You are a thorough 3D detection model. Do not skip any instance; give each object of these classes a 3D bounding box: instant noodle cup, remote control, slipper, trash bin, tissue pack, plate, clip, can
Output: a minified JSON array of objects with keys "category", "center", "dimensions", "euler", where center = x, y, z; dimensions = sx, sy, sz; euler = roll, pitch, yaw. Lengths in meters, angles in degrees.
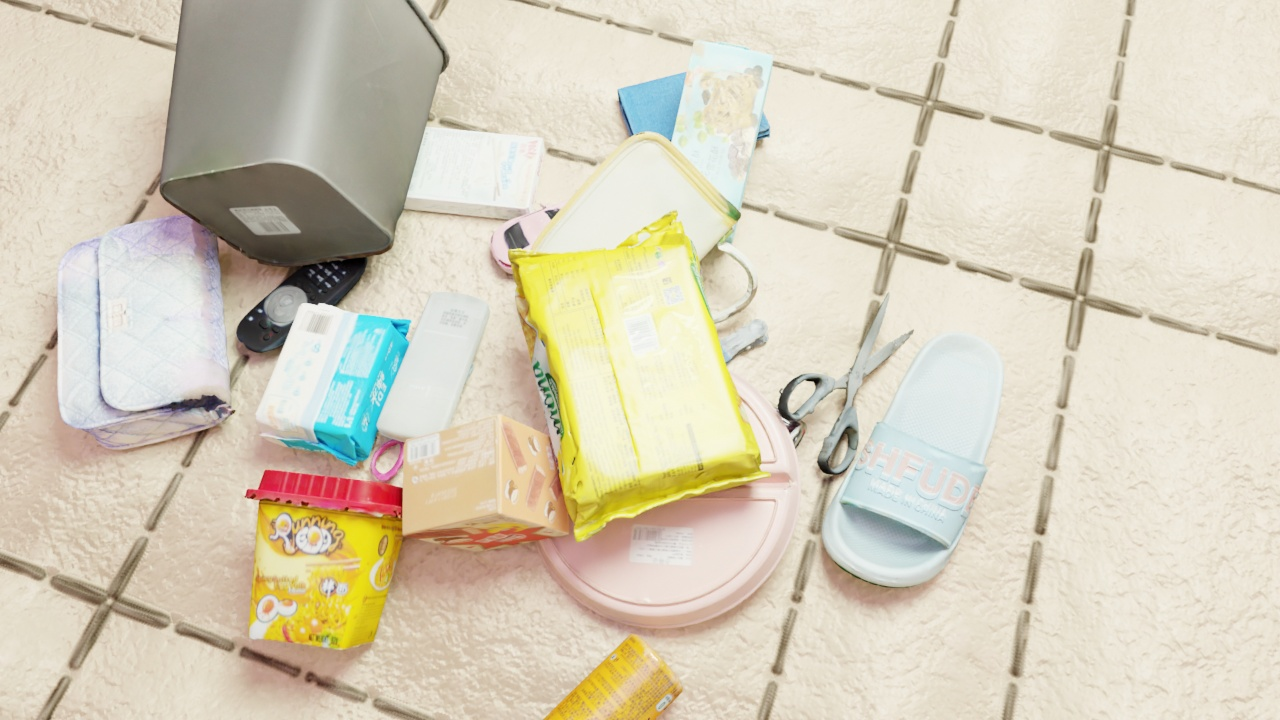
[{"category":"instant noodle cup","center":[-0.242,0.154,0.712],"dimensions":[0.116,0.116,0.123],"euler":[6,78,4]},{"category":"remote control","center":[-0.308,-0.057,0.845],"dimensions":[0.053,0.024,0.136],"euler":[39,73,19]},{"category":"slipper","center":[0.237,0.074,0.752],"dimensions":[0.104,0.074,0.244],"euler":[27,68,11]},{"category":"trash bin","center":[-0.300,-0.217,0.810],"dimensions":[0.199,0.199,0.219],"euler":[-4,68,18]},{"category":"tissue pack","center":[-0.261,0.017,0.791],"dimensions":[0.090,0.063,0.139],"euler":[10,66,7]},{"category":"plate","center":[0.015,0.100,0.750],"dimensions":[0.230,0.028,0.229],"euler":[-3,71,9]},{"category":"clip","center":[0.089,-0.016,0.824],"dimensions":[0.057,0.029,0.024],"euler":[-26,67,-2]},{"category":"remote control","center":[-0.180,0.005,0.810],"dimensions":[0.058,0.021,0.149],"euler":[11,59,7]},{"category":"can","center":[-0.038,0.273,0.679],"dimensions":[0.145,0.058,0.058],"euler":[-41,72,-15]}]

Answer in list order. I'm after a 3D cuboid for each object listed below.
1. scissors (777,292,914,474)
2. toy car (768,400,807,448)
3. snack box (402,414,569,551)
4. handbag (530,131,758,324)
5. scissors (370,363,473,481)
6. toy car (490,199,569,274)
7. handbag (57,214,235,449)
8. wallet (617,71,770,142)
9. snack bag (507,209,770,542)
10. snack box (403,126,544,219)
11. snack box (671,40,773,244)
[{"category":"scissors","center":[0.180,0.019,0.789],"dimensions":[0.159,0.014,0.173],"euler":[4,85,-34]},{"category":"toy car","center":[0.097,0.046,0.788],"dimensions":[0.090,0.035,0.042],"euler":[31,70,16]},{"category":"snack box","center":[-0.119,0.099,0.718],"dimensions":[0.093,0.094,0.077],"euler":[-16,64,25]},{"category":"handbag","center":[0.012,-0.091,0.814],"dimensions":[0.178,0.063,0.163],"euler":[43,101,-9]},{"category":"scissors","center":[-0.190,0.054,0.801],"dimensions":[0.105,0.017,0.136],"euler":[-7,62,-1]},{"category":"toy car","center":[-0.081,-0.121,0.863],"dimensions":[0.122,0.037,0.056],"euler":[-22,70,-10]},{"category":"handbag","center":[-0.434,-0.026,0.806],"dimensions":[0.134,0.076,0.193],"euler":[-15,68,-6]},{"category":"wallet","center":[0.051,-0.246,0.914],"dimensions":[0.133,0.040,0.106],"euler":[-16,64,-4]},{"category":"snack bag","center":[-0.004,0.004,0.719],"dimensions":[0.158,0.068,0.246],"euler":[-14,70,-6]},{"category":"snack box","center":[-0.177,-0.184,0.896],"dimensions":[0.157,0.027,0.084],"euler":[7,66,4]},{"category":"snack box","center":[0.068,-0.199,0.848],"dimensions":[0.074,0.051,0.175],"euler":[13,94,6]}]
